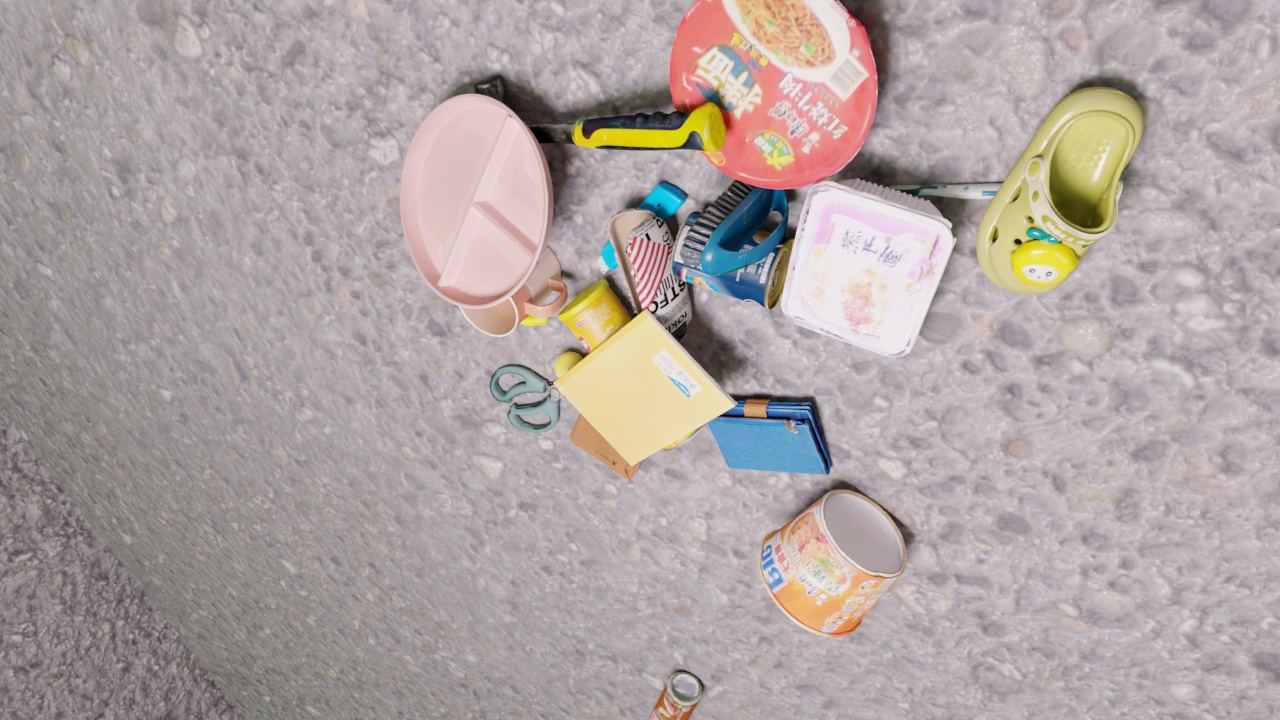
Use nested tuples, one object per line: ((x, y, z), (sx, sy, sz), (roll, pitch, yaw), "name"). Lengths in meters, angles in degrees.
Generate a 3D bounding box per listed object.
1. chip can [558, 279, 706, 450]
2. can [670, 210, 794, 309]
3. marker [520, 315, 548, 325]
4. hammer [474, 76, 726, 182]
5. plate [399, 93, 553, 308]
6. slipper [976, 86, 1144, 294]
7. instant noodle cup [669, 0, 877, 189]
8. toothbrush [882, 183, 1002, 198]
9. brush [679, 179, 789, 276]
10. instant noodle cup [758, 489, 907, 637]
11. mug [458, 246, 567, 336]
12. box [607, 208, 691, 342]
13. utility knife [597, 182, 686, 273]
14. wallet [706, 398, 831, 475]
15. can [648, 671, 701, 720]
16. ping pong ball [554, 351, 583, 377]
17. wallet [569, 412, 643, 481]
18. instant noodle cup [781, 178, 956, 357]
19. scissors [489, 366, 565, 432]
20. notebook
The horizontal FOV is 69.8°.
((-0.007, 0.006, 1.099), (0.072, 0.071, 0.213), (-27, 106, 42), "chip can")
((0.094, -0.105, 0.946), (0.111, 0.075, 0.075), (21, 132, 19), "can")
((-0.169, -0.052, 1.195), (0.124, 0.018, 0.015), (-1, 117, 34), "marker")
((-0.046, -0.227, 0.923), (0.324, 0.031, 0.126), (13, 133, 43), "hammer")
((-0.180, -0.172, 1.002), (0.230, 0.028, 0.229), (7, 102, 36), "plate")
((0.345, -0.128, 0.758), (0.091, 0.081, 0.191), (16, 128, 3), "slipper")
((0.125, -0.254, 0.820), (0.194, 0.065, 0.194), (18, 132, 21), "instant noodle cup")
((0.254, -0.154, 0.850), (0.192, 0.016, 0.018), (6, 136, 30), "toothbrush")
((0.099, -0.128, 0.876), (0.073, 0.143, 0.055), (26, 140, 21), "brush")
((0.230, 0.230, 1.074), (0.151, 0.151, 0.112), (37, 127, 3), "instant noodle cup")
((-0.140, -0.086, 1.088), (0.115, 0.105, 0.082), (17, 130, 21), "mug")
((0.008, -0.094, 1.014), (0.087, 0.076, 0.163), (27, 149, 43), "box")
((-0.006, -0.143, 1.021), (0.034, 0.018, 0.160), (44, 136, -5), "utility knife")
((0.151, 0.091, 1.087), (0.133, 0.040, 0.106), (-1, 131, 33), "wallet")
((0.055, 0.567, 1.497), (0.058, 0.057, 0.148), (28, 134, 12), "can")
((-0.090, 0.009, 1.174), (0.040, 0.040, 0.040), (17, 131, 21), "ping pong ball")
((-0.033, 0.090, 1.209), (0.108, 0.031, 0.132), (34, 136, 8), "wallet")
((0.216, -0.096, 0.875), (0.138, 0.060, 0.174), (22, 138, 15), "instant noodle cup")
((-0.126, 0.064, 1.256), (0.186, 0.019, 0.130), (5, 126, 31), "scissors")
((-0.002, 0.038, 1.060), (0.146, 0.010, 0.207), (46, 138, -6), "notebook")
